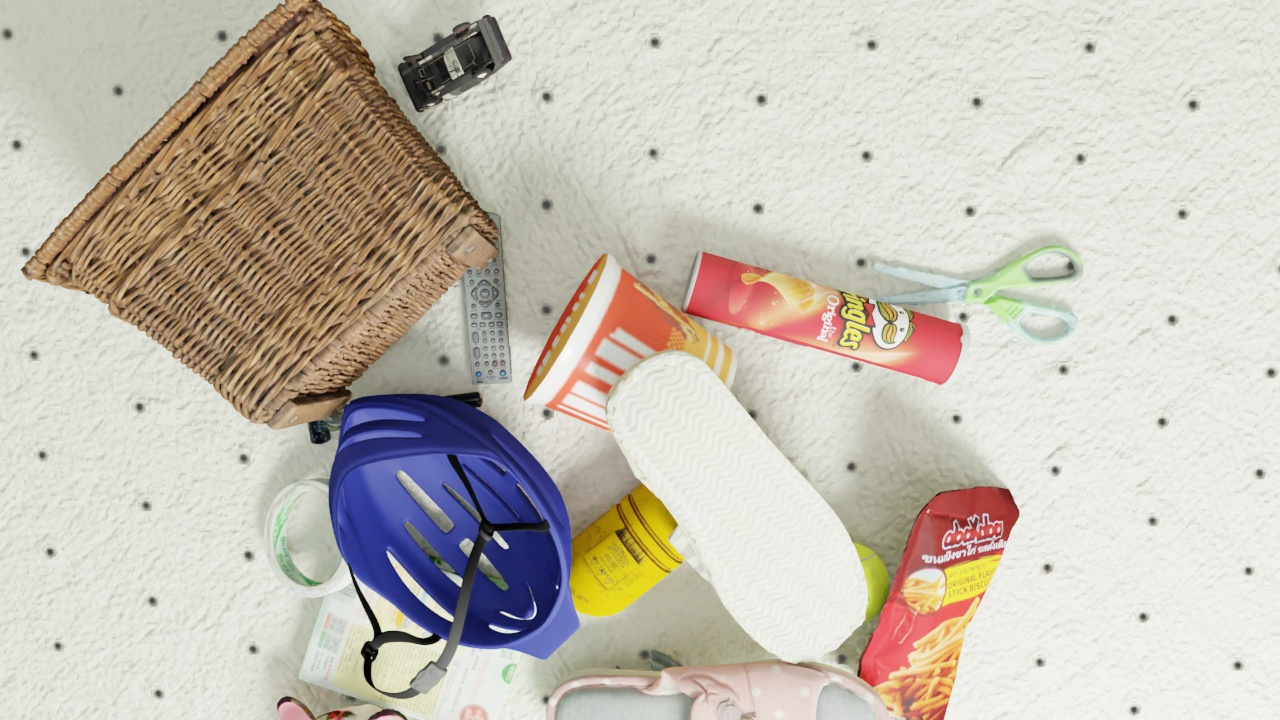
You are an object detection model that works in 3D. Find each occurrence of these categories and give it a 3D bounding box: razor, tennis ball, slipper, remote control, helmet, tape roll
[{"bbox_3d":[-0.199,0.040,0.737,0.144,0.022,0.043,-7,99,1],"label":"razor"},{"bbox_3d":[0.165,0.177,0.732,0.065,0.065,0.065,0,98,0],"label":"tennis ball"},{"bbox_3d":[0.070,0.105,0.657,0.114,0.054,0.273,-33,110,4],"label":"slipper"},{"bbox_3d":[-0.123,-0.049,0.728,0.033,0.013,0.136,-3,98,1],"label":"remote control"},{"bbox_3d":[-0.148,0.128,0.645,0.241,0.227,0.148,44,104,-1],"label":"helmet"},{"bbox_3d":[-0.261,0.142,0.737,0.094,0.018,0.094,0,90,24],"label":"tape roll"},{"bbox_3d":[0.053,0.287,0.710,0.275,0.054,0.114,-6,99,16],"label":"slipper"}]

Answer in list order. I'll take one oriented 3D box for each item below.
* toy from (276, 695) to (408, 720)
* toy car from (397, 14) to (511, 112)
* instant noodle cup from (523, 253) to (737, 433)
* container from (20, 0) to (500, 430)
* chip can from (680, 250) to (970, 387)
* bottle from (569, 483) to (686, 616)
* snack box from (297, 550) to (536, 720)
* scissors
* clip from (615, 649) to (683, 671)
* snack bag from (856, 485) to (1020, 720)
[{"bbox_3d":[-0.227,0.374,0.749,0.142,0.084,0.213,-1,104,36],"label":"toy"},{"bbox_3d":[-0.137,-0.222,0.686,0.092,0.037,0.040,-18,100,29],"label":"toy car"},{"bbox_3d":[-0.004,0.004,0.687,0.121,0.123,0.123,29,97,-11],"label":"instant noodle cup"},{"bbox_3d":[-0.231,-0.084,0.636,0.183,0.162,0.250,44,90,-2],"label":"container"},{"bbox_3d":[0.141,-0.033,0.709,0.214,0.051,0.052,16,98,-1],"label":"chip can"},{"bbox_3d":[-0.004,0.145,0.726,0.164,0.071,0.071,-39,96,6],"label":"bottle"},{"bbox_3d":[-0.183,0.228,0.762,0.168,0.027,0.132,20,98,-2],"label":"snack box"},{"bbox_3d":[0.264,-0.064,0.724,0.175,0.032,0.093,11,101,-5],"label":"scissors"},{"bbox_3d":[0.048,0.314,0.772,0.115,0.028,0.163,-25,98,6],"label":"clip"},{"bbox_3d":[0.227,0.193,0.724,0.138,0.067,0.208,8,102,-38],"label":"snack bag"}]
